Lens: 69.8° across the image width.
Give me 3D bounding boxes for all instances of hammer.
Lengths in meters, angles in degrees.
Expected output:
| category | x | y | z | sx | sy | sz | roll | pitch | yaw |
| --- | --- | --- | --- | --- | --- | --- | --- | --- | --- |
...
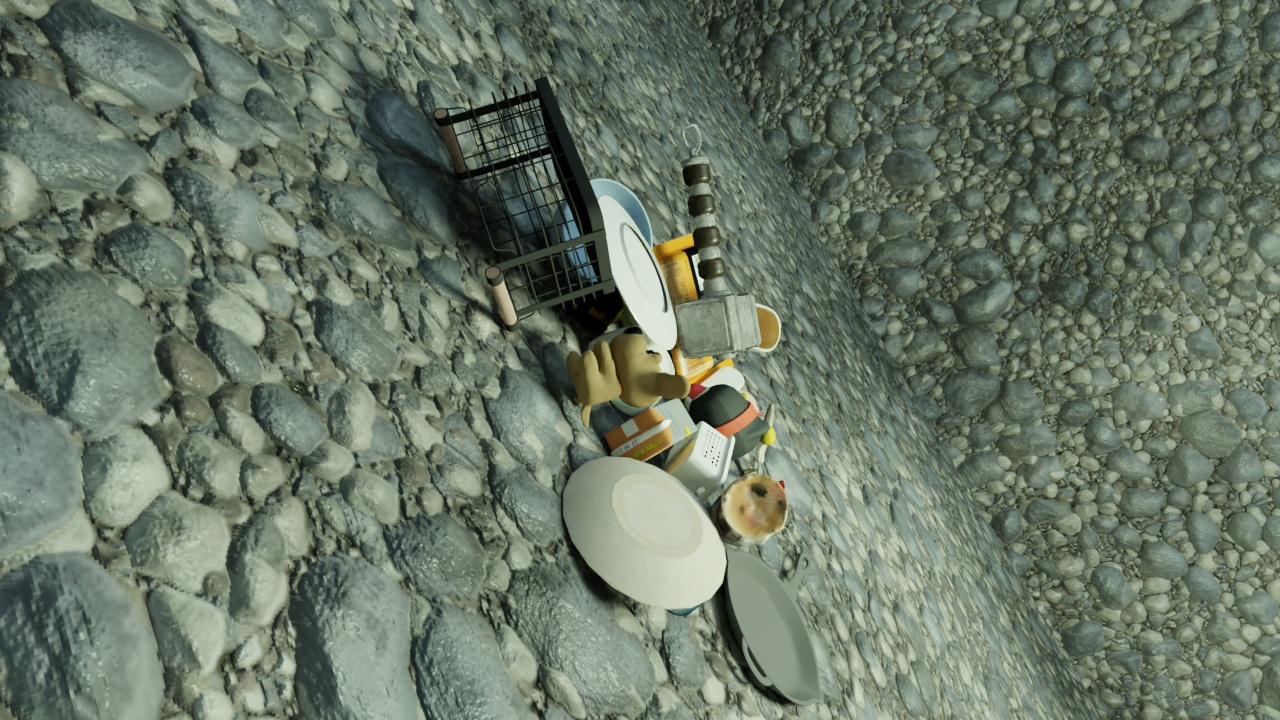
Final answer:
| category | x | y | z | sx | sy | sz | roll | pitch | yaw |
| --- | --- | --- | --- | --- | --- | --- | --- | --- | --- |
| hammer | 0.094 | -0.163 | 1.284 | 0.176 | 0.080 | 0.326 | -13 | 95 | -70 |

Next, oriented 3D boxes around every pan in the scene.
| category | x | y | z | sx | sy | sz | roll | pitch | yaw |
| --- | --- | --- | --- | --- | --- | --- | --- | --- | --- |
| pan | 0.176 | 0.316 | 1.173 | 0.216 | 0.024 | 0.353 | 58 | 22 | 3 |

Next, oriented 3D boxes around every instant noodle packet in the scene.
| category | x | y | z | sx | sy | sz | roll | pitch | yaw |
| --- | --- | --- | --- | --- | --- | --- | --- | --- | --- |
| instant noodle packet | 0.076 | -0.073 | 1.371 | 0.159 | 0.032 | 0.221 | -27 | 106 | -52 |

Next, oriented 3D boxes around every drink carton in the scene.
| category | x | y | z | sx | sy | sz | roll | pitch | yaw |
| --- | --- | --- | --- | --- | --- | --- | --- | --- | --- |
| drink carton | 0.015 | 0.086 | 1.092 | 0.048 | 0.076 | 0.124 | 59 | 18 | 6 |

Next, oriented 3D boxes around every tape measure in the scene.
| category | x | y | z | sx | sy | sz | roll | pitch | yaw |
| --- | --- | --- | --- | --- | --- | --- | --- | --- | --- |
| tape measure | -0.056 | -0.072 | 1.171 | 0.067 | 0.063 | 0.038 | 33 | 31 | -43 |

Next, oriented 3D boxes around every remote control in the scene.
| category | x | y | z | sx | sy | sz | roll | pitch | yaw |
| --- | --- | --- | --- | --- | --- | --- | --- | --- | --- |
| remote control | 0.111 | 0.046 | 1.358 | 0.043 | 0.013 | 0.136 | 42 | 41 | 12 |

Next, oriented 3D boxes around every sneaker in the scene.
| category | x | y | z | sx | sy | sz | roll | pitch | yaw |
| --- | --- | --- | --- | --- | --- | --- | --- | --- | --- |
| sneaker | 0.093 | -0.085 | 1.499 | 0.294 | 0.127 | 0.120 | 20 | 77 | -40 |

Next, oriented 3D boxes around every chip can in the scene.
| category | x | y | z | sx | sy | sz | roll | pitch | yaw |
| --- | --- | --- | --- | --- | --- | --- | --- | --- | --- |
| chip can | 0.122 | 0.181 | 1.080 | 0.080 | 0.080 | 0.230 | 61 | -4 | 12 |

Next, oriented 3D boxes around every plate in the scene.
| category | x | y | z | sx | sy | sz | roll | pitch | yaw |
| --- | --- | --- | --- | --- | --- | --- | --- | --- | --- |
| plate | 0.011 | 0.164 | 0.937 | 0.188 | 0.027 | 0.188 | 22 | 35 | -17 |
| plate | 0.002 | -0.112 | 1.143 | 0.208 | 0.015 | 0.208 | 55 | 21 | -34 |

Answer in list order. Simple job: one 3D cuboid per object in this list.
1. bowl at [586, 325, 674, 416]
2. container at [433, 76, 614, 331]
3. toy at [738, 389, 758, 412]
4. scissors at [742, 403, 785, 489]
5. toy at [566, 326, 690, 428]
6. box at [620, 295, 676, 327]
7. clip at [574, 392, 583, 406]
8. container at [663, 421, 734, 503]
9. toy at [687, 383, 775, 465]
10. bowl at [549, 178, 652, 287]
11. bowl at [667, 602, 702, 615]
| category | x | y | z | sx | sy | sz | roll | pitch | yaw |
| --- | --- | --- | --- | --- | --- | --- | --- | --- | --- |
| bowl | -0.007 | 0.007 | 1.160 | 0.116 | 0.066 | 0.116 | 44 | 25 | -28 |
| container | -0.128 | -0.174 | 1.017 | 0.163 | 0.130 | 0.241 | 82 | -12 | -63 |
| toy | 0.136 | 0.073 | 1.399 | 0.105 | 0.053 | 0.108 | 32 | 31 | -17 |
| scissors | 0.187 | 0.148 | 1.379 | 0.198 | 0.015 | 0.179 | 31 | 59 | -61 |
| toy | -0.022 | 0.017 | 1.027 | 0.108 | 0.134 | 0.106 | -7 | 92 | -23 |
| box | -0.011 | -0.094 | 1.302 | 0.131 | 0.064 | 0.188 | 108 | -37 | -62 |
| clip | -0.053 | 0.033 | 1.062 | 0.024 | 0.041 | 0.060 | 54 | 17 | -5 |
| container | 0.067 | 0.129 | 1.138 | 0.049 | 0.081 | 0.129 | 42 | 24 | -6 |
| toy | 0.113 | 0.080 | 1.265 | 0.099 | 0.098 | 0.119 | -32 | 104 | -24 |
| bowl | -0.064 | -0.162 | 1.228 | 0.150 | 0.075 | 0.150 | 4 | 83 | -40 |
| bowl | 0.048 | 0.214 | 1.000 | 0.114 | 0.061 | 0.114 | 46 | 25 | -29 |
